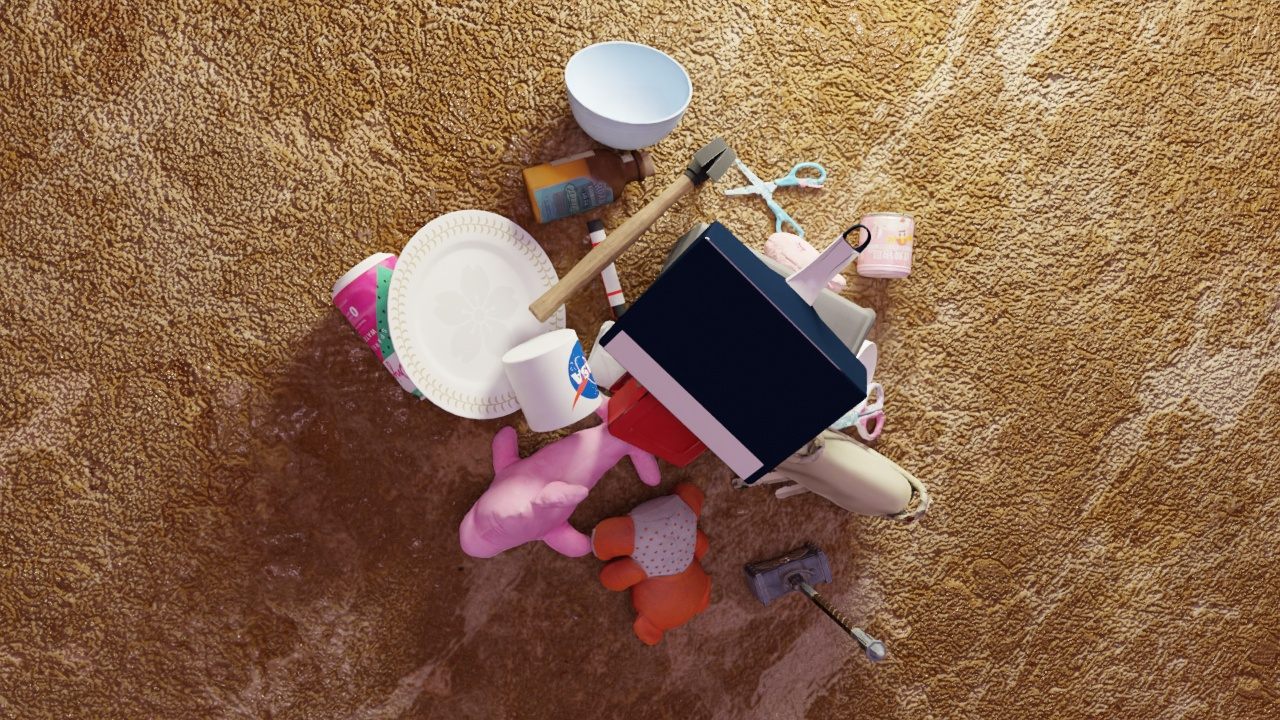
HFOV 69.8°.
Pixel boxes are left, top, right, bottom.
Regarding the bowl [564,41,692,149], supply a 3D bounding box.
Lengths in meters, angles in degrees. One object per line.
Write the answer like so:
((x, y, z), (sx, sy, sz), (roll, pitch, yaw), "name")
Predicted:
((-0.019, -0.305, 1.099), (0.150, 0.075, 0.150), (5, 54, -7), "bowl")

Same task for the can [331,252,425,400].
((-0.280, -0.040, 1.079), (0.088, 0.088, 0.166), (-38, 97, -5), "can")

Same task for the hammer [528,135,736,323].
((-0.012, -0.154, 1.093), (0.305, 0.132, 0.040), (-42, 98, -3), "hammer")

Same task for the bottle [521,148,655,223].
((-0.060, -0.219, 1.113), (0.157, 0.068, 0.068), (-18, 95, -7), "bottle")

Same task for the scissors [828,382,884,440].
((0.268, 0.068, 1.141), (0.017, 0.173, 0.076), (5, 97, 37), "scissors")

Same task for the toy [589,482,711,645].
((0.025, 0.250, 1.130), (0.163, 0.093, 0.172), (-21, 108, -33), "toy")

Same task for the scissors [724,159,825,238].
((0.175, -0.205, 1.178), (0.136, 0.015, 0.126), (-7, 93, -2), "scissors")

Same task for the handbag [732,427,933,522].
((0.210, 0.136, 1.120), (0.229, 0.184, 0.132), (25, 91, -25), "handbag")

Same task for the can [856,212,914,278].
((0.312, -0.146, 1.169), (0.067, 0.067, 0.076), (4, 91, -8), "can")

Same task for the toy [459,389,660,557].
((-0.099, 0.148, 1.095), (0.265, 0.128, 0.186), (-36, 91, -16), "toy")

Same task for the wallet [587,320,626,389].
((-0.007, 0.007, 1.142), (0.116, 0.032, 0.086), (19, 95, -19), "wallet")

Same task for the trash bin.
((0.135, -0.064, 1.087), (0.220, 0.192, 0.097), (27, 88, -7), "trash bin")

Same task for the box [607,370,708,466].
((0.053, 0.039, 1.094), (0.129, 0.086, 0.159), (27, 128, -27), "box")

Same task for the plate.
((-0.187, -0.053, 1.071), (0.242, 0.016, 0.242), (3, 86, -43), "plate")

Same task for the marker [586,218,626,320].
((-0.038, -0.104, 1.146), (0.019, 0.019, 0.145), (-17, 95, -7), "marker")

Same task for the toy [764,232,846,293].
((0.206, -0.118, 1.144), (0.105, 0.108, 0.053), (22, 108, -30), "toy")

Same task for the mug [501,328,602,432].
((-0.101, 0.018, 1.084), (0.091, 0.121, 0.090), (-17, 106, 14), "mug")

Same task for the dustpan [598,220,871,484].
((0.135, -0.038, 0.973), (0.236, 0.080, 0.274), (43, 118, -8), "dustpan")

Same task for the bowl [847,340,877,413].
((0.252, 0.019, 1.157), (0.054, 0.104, 0.105), (22, 89, 28), "bowl")

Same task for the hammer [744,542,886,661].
((0.209, 0.278, 1.045), (0.098, 0.322, 0.044), (-18, 95, -7), "hammer")
